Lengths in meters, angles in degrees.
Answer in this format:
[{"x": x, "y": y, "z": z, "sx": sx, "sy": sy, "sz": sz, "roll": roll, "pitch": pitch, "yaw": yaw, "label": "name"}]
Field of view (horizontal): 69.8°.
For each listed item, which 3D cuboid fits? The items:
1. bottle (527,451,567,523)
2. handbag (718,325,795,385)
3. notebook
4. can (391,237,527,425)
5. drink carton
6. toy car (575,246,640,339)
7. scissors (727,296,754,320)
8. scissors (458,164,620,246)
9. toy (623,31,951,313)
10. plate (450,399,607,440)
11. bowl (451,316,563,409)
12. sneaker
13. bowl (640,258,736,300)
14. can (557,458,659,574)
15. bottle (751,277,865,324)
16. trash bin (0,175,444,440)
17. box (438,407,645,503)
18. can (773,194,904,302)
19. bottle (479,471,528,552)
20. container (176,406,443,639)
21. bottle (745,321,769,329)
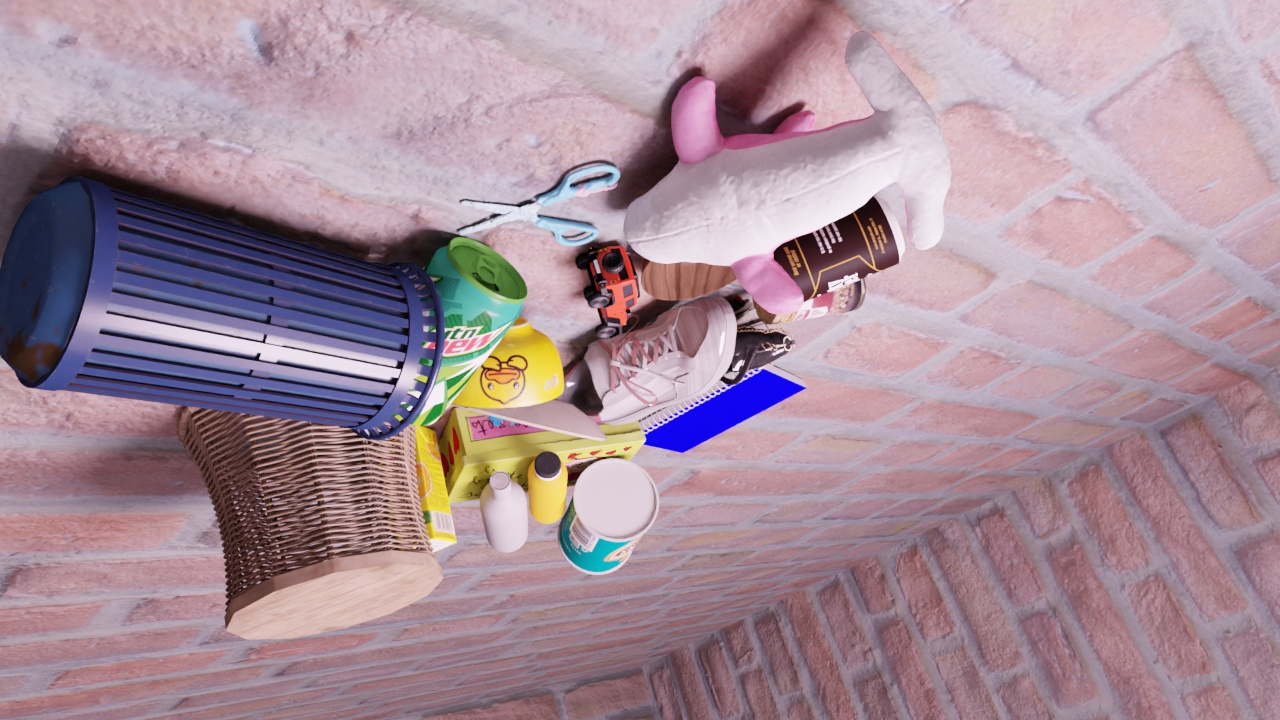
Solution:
[{"x": -0.104, "y": 0.141, "z": 1.030, "sx": 0.043, "sy": 0.043, "sz": 0.144, "roll": -14, "pitch": 155, "yaw": -13, "label": "bottle"}, {"x": 0.109, "y": -0.011, "z": 0.962, "sx": 0.079, "sy": 0.054, "sz": 0.128, "roll": -12, "pitch": -175, "yaw": -14, "label": "handbag"}, {"x": 0.100, "y": 0.065, "z": 1.233, "sx": 0.210, "sy": 0.022, "sz": 0.171, "roll": -30, "pitch": 155, "yaw": 23, "label": "notebook"}, {"x": -0.162, "y": -0.022, "z": 0.746, "sx": 0.083, "sy": 0.083, "sz": 0.144, "roll": 13, "pitch": 125, "yaw": -50, "label": "can"}, {"x": -0.246, "y": 0.142, "z": 0.999, "sx": 0.059, "sy": 0.134, "sz": 0.043, "roll": -26, "pitch": 153, "yaw": 19, "label": "drink carton"}, {"x": -0.027, "y": -0.063, "z": 0.830, "sx": 0.049, "sy": 0.051, "sz": 0.100, "roll": -16, "pitch": 155, "yaw": -3, "label": "toy car"}, {"x": 0.033, "y": -0.020, "z": 1.010, "sx": 0.188, "sy": 0.015, "sz": 0.140, "roll": -16, "pitch": 157, "yaw": -8, "label": "scissors"}, {"x": -0.078, "y": -0.115, "z": 0.739, "sx": 0.139, "sy": 0.015, "sz": 0.118, "roll": -14, "pitch": 155, "yaw": 3, "label": "scissors"}, {"x": 0.104, "y": -0.141, "z": 0.692, "sx": 0.266, "sy": 0.187, "sz": 0.127, "roll": -11, "pitch": -155, "yaw": 40, "label": "toy"}, {"x": -0.123, "y": 0.045, "z": 0.924, "sx": 0.189, "sy": 0.027, "sz": 0.189, "roll": 14, "pitch": 177, "yaw": 1, "label": "plate"}, {"x": -0.129, "y": -0.003, "z": 0.838, "sx": 0.117, "sy": 0.068, "sz": 0.117, "roll": 1, "pitch": -166, "yaw": 0, "label": "bowl"}, {"x": -0.005, "y": 0.006, "z": 0.938, "sx": 0.089, "sy": 0.099, "sz": 0.237, "roll": -3, "pitch": 157, "yaw": -43, "label": "sneaker"}, {"x": 0.053, "y": -0.101, "z": 0.833, "sx": 0.119, "sy": 0.032, "sz": 0.119, "roll": -16, "pitch": 156, "yaw": -8, "label": "bowl"}, {"x": -0.042, "y": 0.191, "z": 1.109, "sx": 0.099, "sy": 0.099, "sz": 0.144, "roll": -11, "pitch": 156, "yaw": -19, "label": "can"}, {"x": 0.175, "y": -0.072, "z": 0.956, "sx": 0.105, "sy": 0.056, "sz": 0.056, "roll": -10, "pitch": 154, "yaw": -20, "label": "bottle"}, {"x": -0.275, "y": -0.028, "z": 0.620, "sx": 0.140, "sy": 0.139, "sz": 0.249, "roll": -34, "pitch": 150, "yaw": 30, "label": "trash bin"}, {"x": -0.120, "y": 0.101, "z": 1.076, "sx": 0.220, "sy": 0.079, "sz": 0.125, "roll": -6, "pitch": 153, "yaw": -29, "label": "box"}, {"x": 0.179, "y": -0.103, "z": 0.874, "sx": 0.129, "sy": 0.072, "sz": 0.072, "roll": -22, "pitch": 156, "yaw": 7, "label": "can"}, {"x": -0.155, "y": 0.168, "z": 1.043, "sx": 0.052, "sy": 0.052, "sz": 0.196, "roll": -14, "pitch": 156, "yaw": -12, "label": "bottle"}, {"x": -0.302, "y": 0.135, "z": 0.864, "sx": 0.226, "sy": 0.196, "sz": 0.227, "roll": -16, "pitch": 156, "yaw": -8, "label": "container"}, {"x": 0.093, "y": -0.008, "z": 1.048, "sx": 0.116, "sy": 0.041, "sz": 0.041, "roll": -19, "pitch": 156, "yaw": -2, "label": "bottle"}]
